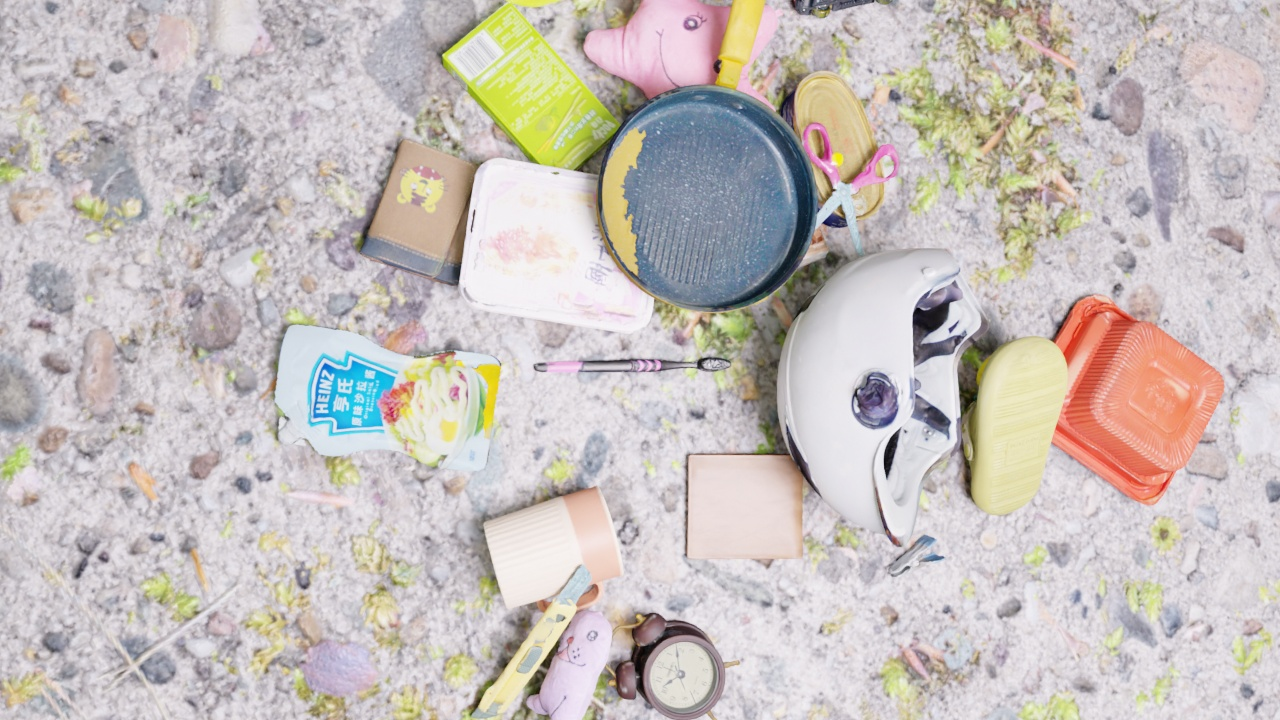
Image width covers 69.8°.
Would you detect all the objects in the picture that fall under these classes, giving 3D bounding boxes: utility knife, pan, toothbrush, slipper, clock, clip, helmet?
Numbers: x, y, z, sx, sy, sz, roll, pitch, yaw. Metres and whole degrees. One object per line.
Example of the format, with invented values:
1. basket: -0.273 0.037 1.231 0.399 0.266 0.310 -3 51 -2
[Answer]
1. utility knife: -0.093 0.248 0.799 0.031 0.020 0.188 23 105 -31
2. pan: 0.073 -0.218 0.794 0.197 0.078 0.357 10 87 -12
3. toothbrush: -0.005 0.005 0.863 0.189 0.018 0.014 -1 89 -10
4. slipper: 0.350 0.060 0.898 0.091 0.081 0.191 -12 116 -19
5. clock: 0.023 0.277 0.833 0.122 0.055 0.082 25 83 -7
6. clip: 0.268 0.196 0.901 0.058 0.027 0.045 -30 100 -7
7. helmet: 0.200 0.021 0.818 0.146 0.228 0.258 15 90 31

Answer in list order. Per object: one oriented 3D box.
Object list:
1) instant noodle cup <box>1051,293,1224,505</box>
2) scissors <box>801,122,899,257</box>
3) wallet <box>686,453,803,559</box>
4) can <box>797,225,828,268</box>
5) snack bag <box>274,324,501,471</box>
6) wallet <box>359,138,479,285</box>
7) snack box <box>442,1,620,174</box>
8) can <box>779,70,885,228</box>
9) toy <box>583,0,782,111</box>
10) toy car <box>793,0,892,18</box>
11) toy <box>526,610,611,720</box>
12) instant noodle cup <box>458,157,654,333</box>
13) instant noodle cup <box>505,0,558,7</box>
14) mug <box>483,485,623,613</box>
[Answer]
1. instant noodle cup: 0.499 0.036 0.927 0.189 0.079 0.164 33 80 -5
2. scissors: 0.196 -0.163 0.859 0.131 0.017 0.133 -16 89 -16
3. wallet: 0.100 0.138 0.875 0.115 0.020 0.101 2 87 -8
4. can: 0.134 -0.145 0.876 0.058 0.058 0.116 -20 91 -12
5. snack bag: -0.223 0.035 0.810 0.191 0.039 0.110 9 96 -10
6. wallet: -0.191 -0.133 0.829 0.090 0.033 0.115 18 80 -8
7. snack box: -0.100 -0.246 0.854 0.085 0.026 0.156 -44 95 -10
8. can: 0.185 -0.203 0.894 0.074 0.049 0.148 -20 91 -11
9. toy: 0.050 -0.290 0.858 0.178 0.074 0.194 -32 98 -2
10. toy car: 0.207 -0.378 0.907 0.120 0.053 0.045 -12 64 -7
11. toy: -0.059 0.271 0.808 0.039 0.084 0.108 28 78 -32
12. instant noodle cup: -0.072 -0.100 0.834 0.173 0.060 0.138 9 85 -12
13. instant noodle cup: -0.095 -0.394 0.814 0.111 0.123 0.111 1 86 -11
14. mug: -0.074 0.178 0.814 0.106 0.081 0.115 -15 119 -10
